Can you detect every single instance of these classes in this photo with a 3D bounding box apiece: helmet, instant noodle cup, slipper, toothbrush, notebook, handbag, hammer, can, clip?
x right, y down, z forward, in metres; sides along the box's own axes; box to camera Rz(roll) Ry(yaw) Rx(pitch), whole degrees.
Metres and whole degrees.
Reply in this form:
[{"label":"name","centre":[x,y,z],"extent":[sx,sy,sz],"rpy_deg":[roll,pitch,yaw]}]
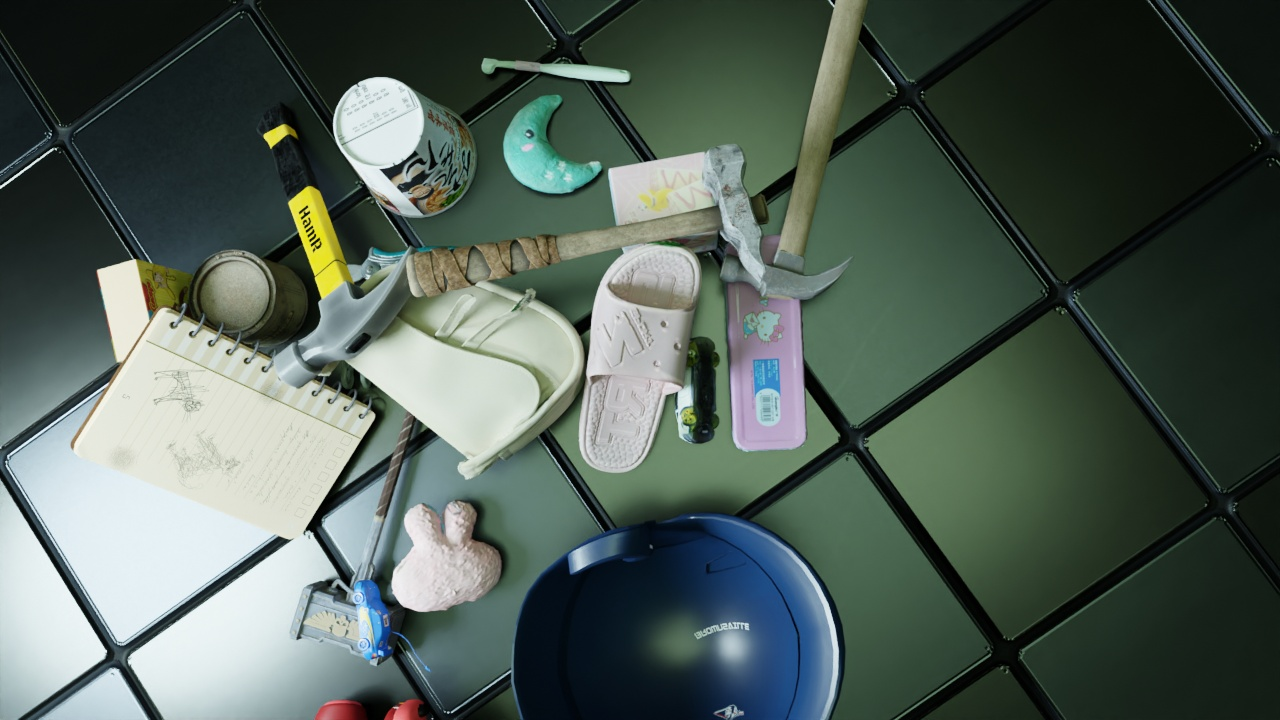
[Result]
[{"label":"helmet","centre":[0.051,0.252,0.797],"extent":[0.273,0.222,0.232],"rpy_deg":[-21,69,32]},{"label":"instant noodle cup","centre":[-0.236,-0.214,0.901],"extent":[0.123,0.122,0.123],"rpy_deg":[0,87,4]},{"label":"slipper","centre":[-0.005,0.005,0.860],"extent":[0.094,0.064,0.240],"rpy_deg":[10,110,-11]},{"label":"toothbrush","centre":[-0.087,-0.299,0.948],"extent":[0.155,0.015,0.022],"rpy_deg":[6,56,4]},{"label":"notebook","centre":[-0.388,0.063,0.879],"extent":[0.225,0.024,0.167],"rpy_deg":[33,89,-34]},{"label":"handbag","centre":[-0.178,-0.006,0.869],"extent":[0.229,0.132,0.184],"rpy_deg":[35,83,5]},{"label":"hammer","centre":[-0.316,-0.140,0.891],"extent":[0.170,0.034,0.324],"rpy_deg":[-35,61,11]},{"label":"hammer","centre":[0.173,-0.215,0.903],"extent":[0.119,0.031,0.330],"rpy_deg":[15,78,1]},{"label":"can","centre":[-0.395,-0.061,0.928],"extent":[0.090,0.074,0.090],"rpy_deg":[0,86,4]},{"label":"clip","centre":[-0.292,-0.008,0.944],"extent":[0.044,0.023,0.076],"rpy_deg":[-3,84,6]},{"label":"hammer","centre":[-0.255,0.133,0.926],"extent":[0.098,0.044,0.322],"rpy_deg":[16,86,5]},{"label":"hammer","centre":[-0.045,-0.102,0.803],"extent":[0.319,0.049,0.121],"rpy_deg":[-11,76,-2]}]

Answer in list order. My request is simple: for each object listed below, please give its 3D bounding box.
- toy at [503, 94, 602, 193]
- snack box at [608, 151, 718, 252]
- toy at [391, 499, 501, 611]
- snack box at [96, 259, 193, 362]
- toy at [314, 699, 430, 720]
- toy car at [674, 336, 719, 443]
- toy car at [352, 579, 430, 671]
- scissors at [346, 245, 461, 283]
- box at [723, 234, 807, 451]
[{"label":"toy","centre":[-0.097,-0.217,0.937],"extent":[0.085,0.033,0.105],"rpy_deg":[-28,84,-8]},{"label":"snack box","centre":[0.024,-0.145,0.891],"extent":[0.095,0.093,0.079],"rpy_deg":[-9,86,3]},{"label":"toy","centre":[-0.192,0.190,0.901],"extent":[0.108,0.053,0.105],"rpy_deg":[-5,83,-21]},{"label":"snack box","centre":[-0.469,-0.042,0.907],"extent":[0.040,0.126,0.088],"rpy_deg":[-15,85,3]},{"label":"toy","centre":[-0.227,0.378,0.849],"extent":[0.197,0.158,0.120],"rpy_deg":[3,81,3]},{"label":"toy car","centre":[0.054,0.029,0.904],"extent":[0.033,0.048,0.105],"rpy_deg":[0,87,36]},{"label":"toy car","centre":[-0.234,0.251,0.870],"extent":[0.062,0.033,0.092],"rpy_deg":[-10,81,8]},{"label":"scissors","centre":[-0.254,-0.102,0.949],"extent":[0.136,0.019,0.138],"rpy_deg":[33,91,8]},{"label":"box","centre":[0.123,-0.018,0.907],"extent":[0.076,0.033,0.214],"rpy_deg":[-3,86,3]}]
